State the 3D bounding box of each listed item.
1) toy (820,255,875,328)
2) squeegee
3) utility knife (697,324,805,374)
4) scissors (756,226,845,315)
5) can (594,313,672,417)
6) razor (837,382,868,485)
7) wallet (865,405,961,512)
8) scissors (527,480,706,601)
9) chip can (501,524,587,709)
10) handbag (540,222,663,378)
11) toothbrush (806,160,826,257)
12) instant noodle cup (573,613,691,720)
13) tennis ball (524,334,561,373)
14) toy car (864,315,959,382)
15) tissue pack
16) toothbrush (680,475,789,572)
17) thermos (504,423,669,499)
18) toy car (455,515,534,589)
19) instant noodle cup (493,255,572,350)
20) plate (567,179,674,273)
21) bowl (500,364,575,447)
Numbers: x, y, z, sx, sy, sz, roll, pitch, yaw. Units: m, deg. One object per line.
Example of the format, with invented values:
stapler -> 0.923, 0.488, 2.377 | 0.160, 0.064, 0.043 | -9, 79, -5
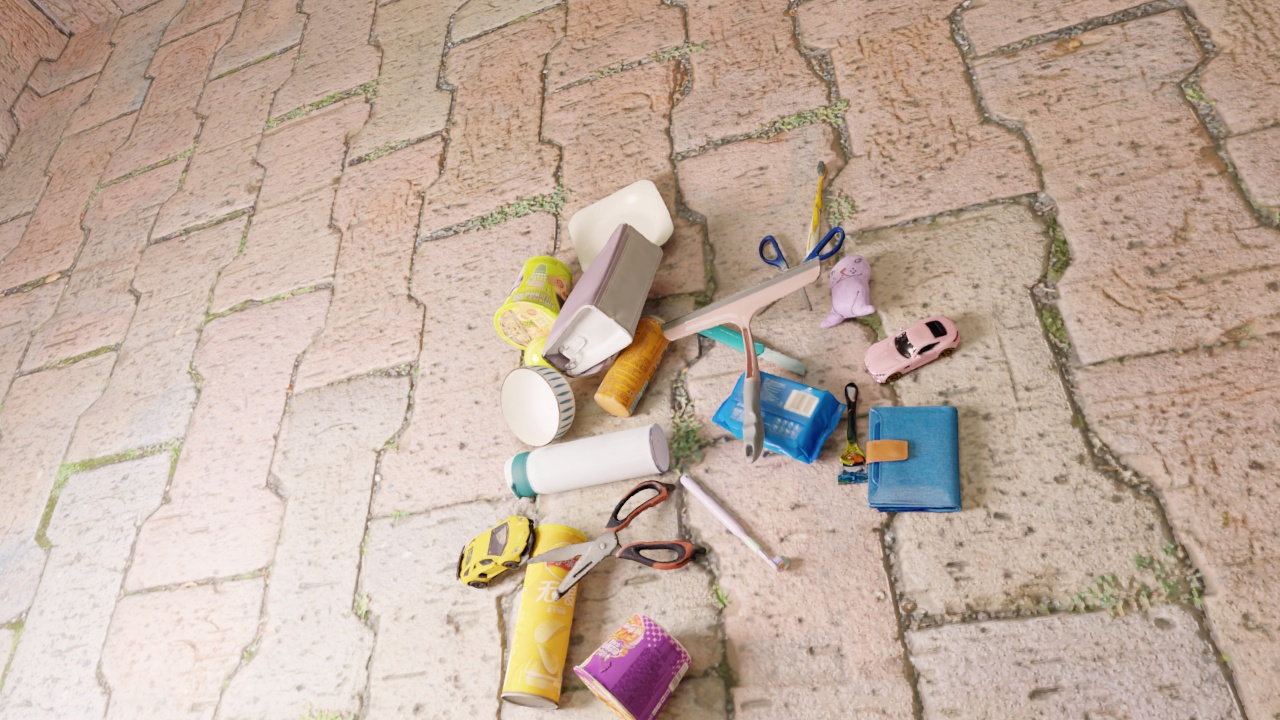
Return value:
toy -> 0.283, -0.096, 1.247 | 0.084, 0.039, 0.107 | -21, 50, 39
squeegee -> 0.138, 0.022, 1.166 | 0.248, 0.040, 0.249 | -22, 52, 30
utility knife -> 0.139, -0.023, 1.280 | 0.223, 0.013, 0.029 | 26, 70, 39
scissors -> 0.217, -0.132, 1.309 | 0.173, 0.012, 0.162 | -47, 45, 1
can -> -0.008, 0.008, 1.300 | 0.058, 0.058, 0.145 | 16, 66, 33
razor -> 0.264, 0.086, 1.140 | 0.043, 0.022, 0.142 | -6, 55, 19
wallet -> 0.322, 0.114, 1.084 | 0.106, 0.040, 0.132 | -2, 57, 19
scissors -> -0.026, 0.223, 1.142 | 0.227, 0.015, 0.188 | 6, 46, 3
chip can -> -0.117, 0.313, 1.132 | 0.072, 0.072, 0.212 | -5, 55, 22
handbag -> -0.052, -0.081, 1.320 | 0.145, 0.098, 0.196 | -36, 23, 41
toothbrush -> 0.260, -0.224, 1.358 | 0.016, 0.018, 0.191 | -3, 57, 26
instant noodle cup -> -0.004, 0.349, 1.037 | 0.112, 0.112, 0.099 | 26, 63, 36
tennis ball -> -0.140, -0.005, 1.368 | 0.065, 0.065, 0.065 | -13, 53, 17
toy car -> 0.343, -0.017, 1.164 | 0.122, 0.037, 0.056 | -27, 49, 8
tissue pack -> 0.176, 0.070, 1.174 | 0.157, 0.052, 0.094 | 19, 66, 34
toothbrush -> 0.111, 0.198, 1.138 | 0.189, 0.029, 0.021 | 39, 117, 40
thermos -> -0.076, 0.137, 1.240 | 0.225, 0.073, 0.073 | -13, 53, 18
toy car -> -0.190, 0.248, 1.201 | 0.156, 0.041, 0.071 | -33, 39, 41
instant noodle cup -> -0.156, -0.095, 1.417 | 0.112, 0.112, 0.123 | -6, 48, 22
plate -> -0.029, -0.204, 1.472 | 0.164, 0.034, 0.164 | -25, 50, 8
bowl -> -0.137, 0.059, 1.308 | 0.116, 0.116, 0.066 | 19, 24, 34
